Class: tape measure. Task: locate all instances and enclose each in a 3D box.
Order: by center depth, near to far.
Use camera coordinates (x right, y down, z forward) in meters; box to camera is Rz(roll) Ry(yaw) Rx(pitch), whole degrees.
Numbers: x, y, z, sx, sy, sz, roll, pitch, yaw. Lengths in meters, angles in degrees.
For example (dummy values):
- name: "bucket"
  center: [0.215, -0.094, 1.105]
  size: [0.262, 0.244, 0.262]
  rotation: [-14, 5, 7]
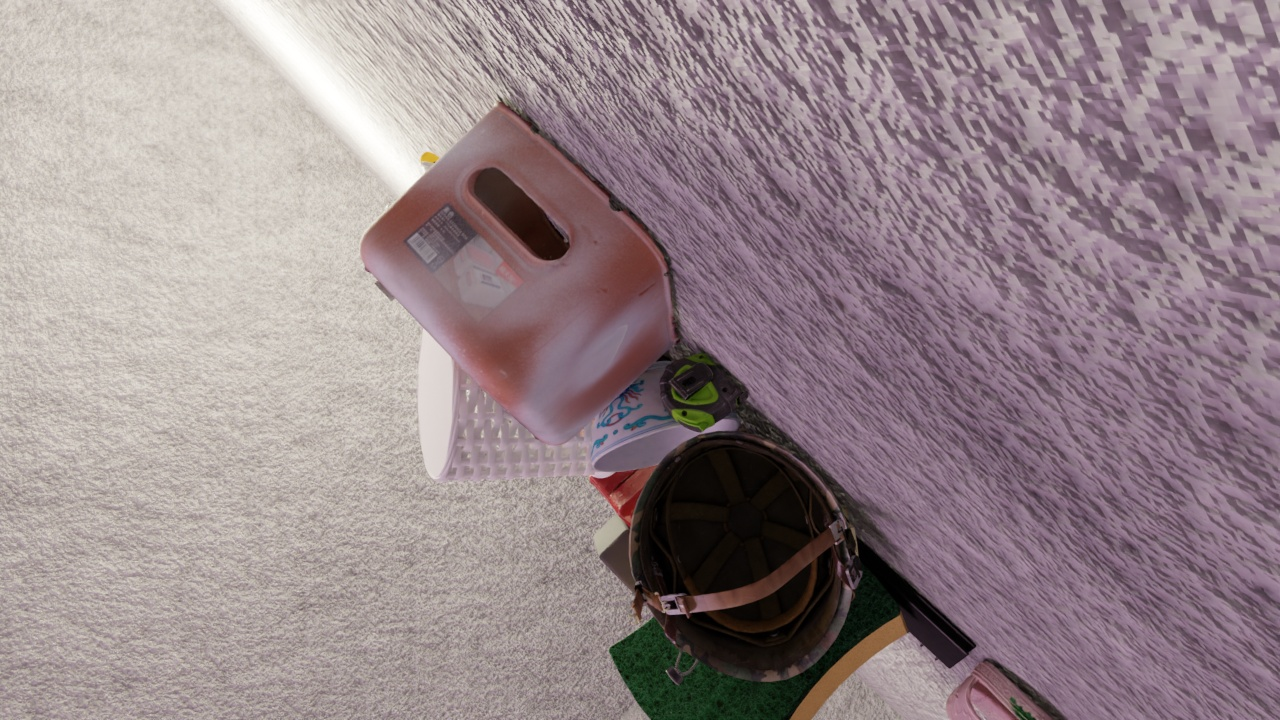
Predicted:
- name: "tape measure"
  center: [0.047, 0.026, 0.776]
  size: [0.065, 0.058, 0.036]
  rotation: [43, 169, 26]

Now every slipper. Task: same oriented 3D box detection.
- name: "slipper"
  center: [0.344, 0.349, 0.887]
  size: [0.094, 0.064, 0.239]
  rotation: [43, 174, 24]

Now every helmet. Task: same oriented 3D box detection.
- name: "helmet"
  center: [0.092, 0.173, 0.806]
  size: [0.236, 0.193, 0.224]
  rotation: [31, -139, -76]

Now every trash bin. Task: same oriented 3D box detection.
- name: "trash bin"
  center: [-0.088, -0.049, 0.737]
  size: [0.181, 0.157, 0.260]
  rotation: [44, 174, 13]

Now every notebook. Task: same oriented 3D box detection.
- name: "notebook"
  center: [0.243, 0.226, 0.962]
  size: [0.231, 0.019, 0.169]
  rotation: [43, 172, 24]

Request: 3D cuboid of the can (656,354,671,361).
- name: "can"
  center: [-0.006, 0.006, 1.000]
  size: [0.054, 0.054, 0.138]
  rotation: [49, 173, -27]

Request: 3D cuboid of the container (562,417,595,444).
- name: "container"
  center: [-0.066, 0.053, 1.278]
  size: [0.185, 0.143, 0.252]
  rotation: [26, 165, 27]

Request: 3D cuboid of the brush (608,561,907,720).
- name: "brush"
  center: [0.115, 0.280, 0.916]
  size: [0.195, 0.250, 0.075]
  rotation: [35, 167, 37]

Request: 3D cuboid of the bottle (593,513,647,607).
- name: "bottle"
  center: [-0.013, 0.229, 1.093]
  size: [0.084, 0.046, 0.174]
  rotation: [47, 175, -5]

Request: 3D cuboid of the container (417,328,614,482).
- name: "container"
  center: [-0.124, 0.032, 0.966]
  size: [0.186, 0.189, 0.189]
  rotation: [1, -166, -24]

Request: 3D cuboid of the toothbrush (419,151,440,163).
- name: "toothbrush"
  center: [-0.199, -0.186, 1.148]
  size: [0.196, 0.031, 0.030]
  rotation: [45, -142, -16]

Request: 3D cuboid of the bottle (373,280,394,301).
- name: "bottle"
  center: [-0.201, -0.126, 0.931]
  size: [0.071, 0.163, 0.071]
  rotation: [45, 174, 6]

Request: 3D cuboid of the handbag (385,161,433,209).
- name: "handbag"
  center: [-0.199, -0.131, 1.100]
  size: [0.142, 0.096, 0.199]
  rotation: [22, 156, 29]

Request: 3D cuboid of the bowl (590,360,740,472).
- name: "bowl"
  center: [0.015, 0.047, 0.866]
  size: [0.144, 0.144, 0.074]
  rotation: [66, -173, -72]

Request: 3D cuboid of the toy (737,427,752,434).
- name: "toy"
  center: [0.072, 0.083, 0.948]
  size: [0.099, 0.052, 0.096]
  rotation: [43, 140, 13]

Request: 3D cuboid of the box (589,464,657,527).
- name: "box"
  center: [0.034, 0.126, 1.061]
  size: [0.117, 0.157, 0.136]
  rotation: [46, 174, 48]
